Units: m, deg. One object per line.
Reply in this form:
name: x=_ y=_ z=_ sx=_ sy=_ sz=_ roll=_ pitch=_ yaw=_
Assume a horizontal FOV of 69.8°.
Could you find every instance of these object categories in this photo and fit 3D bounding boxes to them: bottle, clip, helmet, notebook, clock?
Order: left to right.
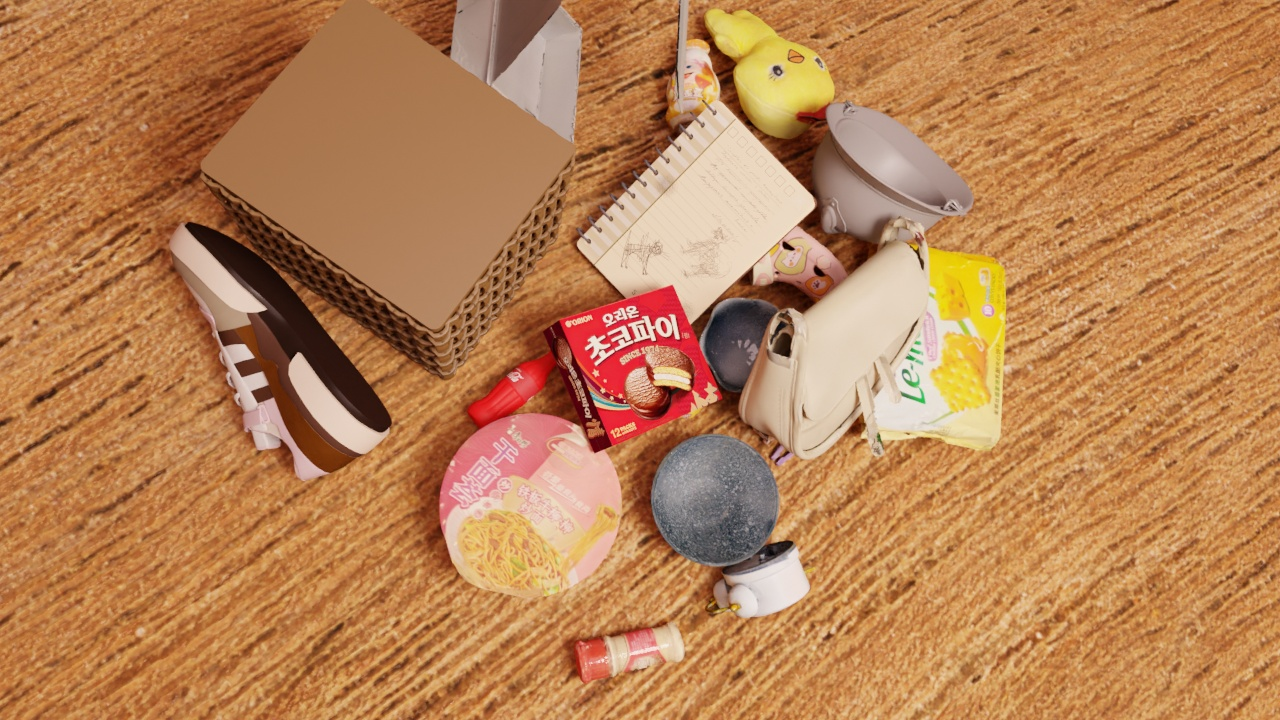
bottle: x=-0.129 y=0.028 z=0.975 sx=0.118 sy=0.036 sz=0.036 roll=-41 pitch=87 yaw=-16
bottle: x=-0.011 y=0.296 z=0.933 sx=0.109 sy=0.044 sz=0.044 roll=-8 pitch=79 yaw=-13
notebook: x=0.054 y=-0.152 z=1.002 sx=0.226 sy=0.024 sz=0.167 roll=-44 pitch=88 yaw=13
bottle: x=0.062 y=-0.319 z=1.074 sx=0.063 sy=0.063 sz=0.108 roll=4 pitch=77 yaw=-9
clock: x=0.119 y=0.231 z=0.952 sx=0.117 sy=0.083 sz=0.057 roll=-23 pitch=89 yaw=-15
clip: x=0.166 y=0.096 z=1.026 sx=0.051 sy=0.013 sz=0.032 roll=-40 pitch=85 yaw=-13
helmet: x=0.259 y=-0.189 z=1.033 sx=0.183 sy=0.118 sz=0.270 roll=49 pitch=33 yaw=16

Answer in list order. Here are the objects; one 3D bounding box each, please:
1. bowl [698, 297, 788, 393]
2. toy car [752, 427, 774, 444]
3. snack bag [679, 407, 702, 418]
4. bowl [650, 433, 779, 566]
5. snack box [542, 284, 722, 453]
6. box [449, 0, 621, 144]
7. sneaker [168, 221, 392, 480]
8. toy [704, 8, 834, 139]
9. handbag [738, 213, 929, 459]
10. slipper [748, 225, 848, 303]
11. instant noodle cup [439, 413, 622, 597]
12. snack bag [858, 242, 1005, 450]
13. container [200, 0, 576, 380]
bowl: x=0.114 y=-0.011 z=1.018 sx=0.110 sy=0.055 sz=0.110 roll=2 pitch=77 yaw=-9
toy car: x=0.172 y=0.051 z=1.024 sx=0.113 sy=0.039 sz=0.039 roll=-32 pitch=59 yaw=-16
snack bag: x=0.019 y=0.047 z=1.004 sx=0.099 sy=0.026 sz=0.020 roll=11 pitch=70 yaw=-10
bowl: x=0.073 y=0.149 z=0.974 sx=0.137 sy=0.057 sz=0.137 roll=2 pitch=77 yaw=-10
snack box: x=-0.006 y=0.006 z=0.944 sx=0.151 sy=0.036 sz=0.132 roll=-20 pitch=86 yaw=-37
box: x=-0.093 y=-0.342 z=0.906 sx=0.164 sy=0.331 sz=0.167 roll=8 pitch=76 yaw=-23
sneaker: x=-0.382 y=-0.003 z=0.914 sx=0.116 sy=0.111 sz=0.294 roll=-42 pitch=88 yaw=4
toy: x=0.151 y=-0.342 z=1.084 sx=0.133 sy=0.092 sz=0.207 roll=-17 pitch=72 yaw=-35
handbag: x=0.218 y=-0.012 z=0.925 sx=0.132 sy=0.184 sz=0.228 roll=33 pitch=59 yaw=32
slipper: x=0.147 y=-0.120 z=1.041 sx=0.197 sy=0.093 sz=0.081 roll=41 pitch=93 yaw=3
instant noodle cup: x=-0.113 y=0.147 z=0.931 sx=0.178 sy=0.078 sz=0.178 roll=2 pitch=79 yaw=-10
snack bag: x=0.330 y=-0.019 z=1.053 sx=0.159 sy=0.068 sz=0.247 roll=9 pitch=76 yaw=-5
container: x=-0.230 y=-0.154 z=0.894 sx=0.251 sy=0.214 sz=0.219 roll=35 pitch=75 yaw=-1
